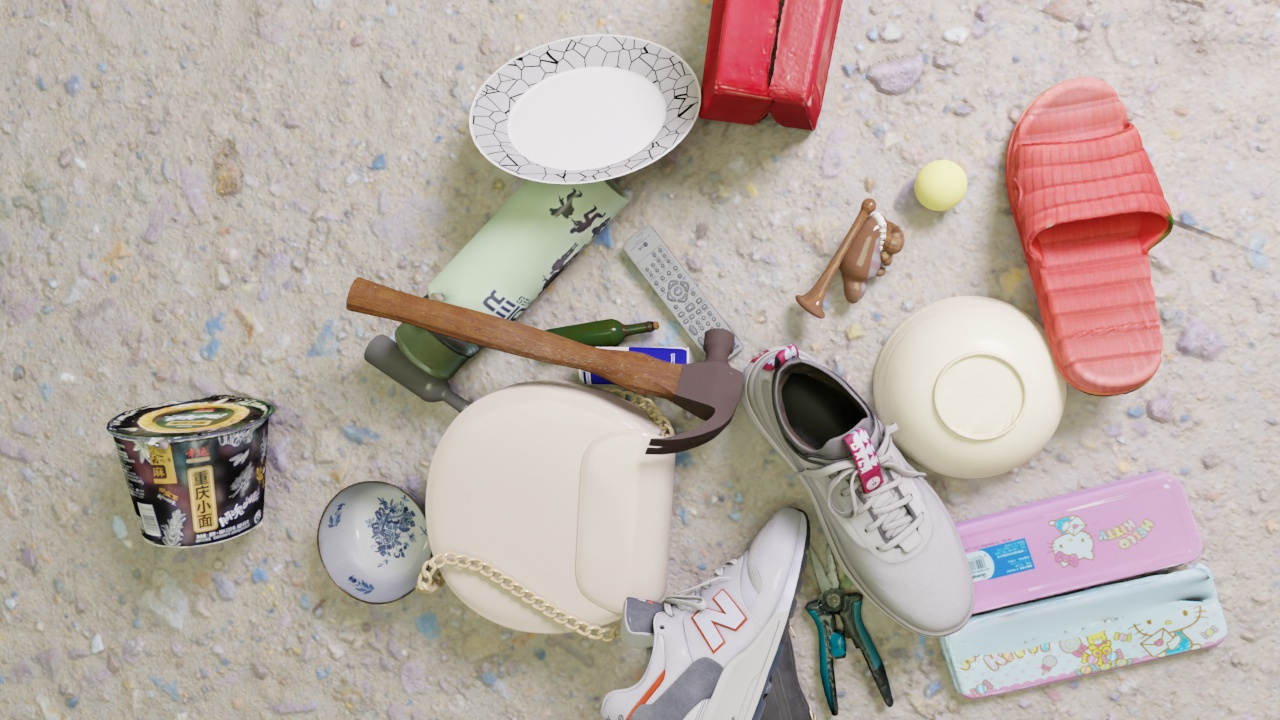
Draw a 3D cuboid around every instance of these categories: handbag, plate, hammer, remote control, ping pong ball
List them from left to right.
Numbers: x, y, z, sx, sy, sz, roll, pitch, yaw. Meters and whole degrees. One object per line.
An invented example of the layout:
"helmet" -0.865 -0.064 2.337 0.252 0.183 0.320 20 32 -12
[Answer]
"hammer" -0.077 -0.009 0.741 0.323 0.033 0.115 16 63 -1
"handbag" -0.078 0.125 0.786 0.209 0.103 0.211 4 96 8
"plate" -0.045 -0.204 0.752 0.188 0.016 0.188 -3 53 4
"remote control" 0.036 -0.056 0.793 0.033 0.013 0.136 -38 85 12
"handbag" 0.103 0.278 0.781 0.079 0.054 0.128 -17 85 7
"ping pong ball" 0.239 -0.139 0.730 0.040 0.040 0.040 1 94 12

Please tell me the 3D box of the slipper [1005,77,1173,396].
"slipper" 0.336 -0.099 0.680 0.103 0.059 0.248 -4 79 8

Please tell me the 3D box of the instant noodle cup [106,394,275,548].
"instant noodle cup" -0.409 0.103 0.849 0.137 0.137 0.112 4 104 12

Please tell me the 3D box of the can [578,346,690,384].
"can" -0.005 0.005 0.789 0.095 0.032 0.032 0 94 3

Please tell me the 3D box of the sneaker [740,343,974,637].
"sneaker" 0.172 0.093 0.698 0.097 0.129 0.263 -34 81 -1

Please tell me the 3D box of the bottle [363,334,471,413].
"bottle" -0.199 0.017 0.834 0.113 0.030 0.030 31 99 16

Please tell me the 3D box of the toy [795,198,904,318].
"toy" 0.175 -0.080 0.746 0.054 0.041 0.102 18 111 -28

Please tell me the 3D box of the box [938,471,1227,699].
"box" 0.341 0.184 0.737 0.214 0.035 0.151 -18 93 13

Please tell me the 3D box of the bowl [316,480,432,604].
"bowl" -0.237 0.164 0.852 0.114 0.045 0.114 1 94 12

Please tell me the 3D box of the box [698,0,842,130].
"box" 0.098 -0.268 0.708 0.110 0.134 0.157 11 95 8

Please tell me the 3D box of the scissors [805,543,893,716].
"scissors" 0.170 0.236 0.781 0.123 0.019 0.148 25 97 10

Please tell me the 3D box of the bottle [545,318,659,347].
"bottle" -0.035 -0.023 0.806 0.106 0.025 0.025 -9 92 13

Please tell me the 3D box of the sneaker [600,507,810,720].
"sneaker" 0.047 0.209 0.726 0.124 0.089 0.239 20 63 5

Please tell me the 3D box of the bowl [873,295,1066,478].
"bowl" 0.261 0.024 0.719 0.151 0.075 0.151 1 93 12

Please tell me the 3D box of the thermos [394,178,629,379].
"thermos" -0.118 -0.082 0.790 0.232 0.082 0.082 -44 84 12
